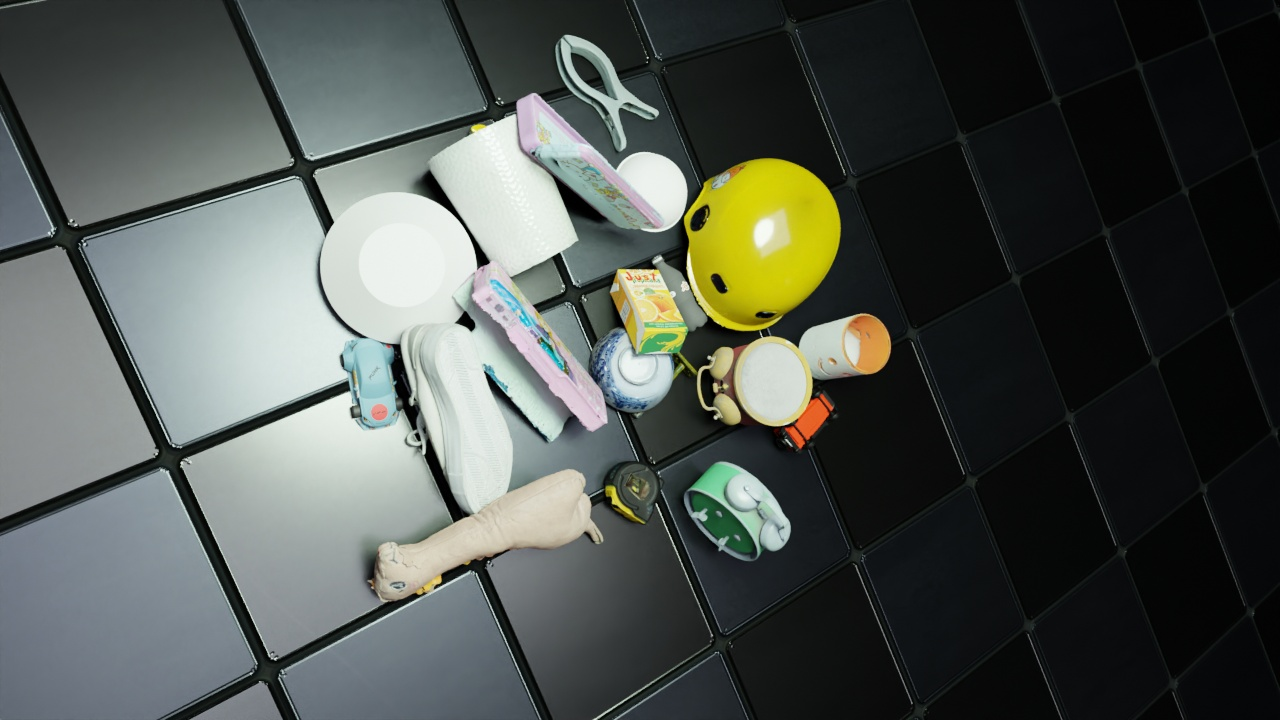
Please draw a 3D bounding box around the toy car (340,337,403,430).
[{"bbox_3d":[-0.305,0.025,1.049,0.060,0.028,0.107,-10,88,-26],"label":"toy car"}]

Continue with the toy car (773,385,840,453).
[{"bbox_3d":[0.230,0.084,1.282,0.100,0.049,0.051,-44,102,-23],"label":"toy car"}]

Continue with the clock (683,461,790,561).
[{"bbox_3d":[0.125,0.193,1.156,0.075,0.162,0.122,-42,102,-25],"label":"clock"}]

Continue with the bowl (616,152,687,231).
[{"bbox_3d":[0.022,-0.231,1.227,0.109,0.041,0.110,3,82,-25],"label":"bowl"}]

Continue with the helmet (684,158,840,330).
[{"bbox_3d":[0.176,-0.165,1.222,0.209,0.140,0.239,31,62,-19],"label":"helmet"}]

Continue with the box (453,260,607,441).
[{"bbox_3d":[-0.139,0.000,1.089,0.091,0.084,0.230,-34,117,8],"label":"box"}]

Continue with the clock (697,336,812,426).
[{"bbox_3d":[0.144,0.033,1.230,0.158,0.081,0.117,-4,86,-24],"label":"clock"}]

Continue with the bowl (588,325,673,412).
[{"bbox_3d":[-0.007,0.007,1.168,0.114,0.045,0.114,2,80,-12],"label":"bowl"}]

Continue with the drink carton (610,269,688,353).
[{"bbox_3d":[0.008,-0.066,1.168,0.058,0.041,0.122,-2,45,-24],"label":"drink carton"}]

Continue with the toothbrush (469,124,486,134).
[{"bbox_3d":[-0.152,-0.291,1.169,0.135,0.016,0.021,-6,84,-28],"label":"toothbrush"}]

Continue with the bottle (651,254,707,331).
[{"bbox_3d":[0.049,-0.091,1.225,0.036,0.036,0.110,-36,99,-25],"label":"bottle"}]

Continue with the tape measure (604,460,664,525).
[{"bbox_3d":[-0.009,0.163,1.165,0.072,0.042,0.071,30,75,-16],"label":"tape measure"}]

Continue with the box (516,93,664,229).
[{"bbox_3d":[-0.062,-0.224,1.099,0.062,0.140,0.214,-49,149,6],"label":"box"}]

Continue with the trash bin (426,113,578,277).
[{"bbox_3d":[-0.157,-0.192,1.095,0.133,0.133,0.161,-33,103,-25],"label":"trash bin"}]

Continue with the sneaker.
[{"bbox_3d":[-0.218,0.066,1.058,0.089,0.091,0.242,-36,124,-44],"label":"sneaker"}]

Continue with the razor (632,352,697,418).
[{"bbox_3d":[0.027,0.037,1.209,0.105,0.026,0.042,-47,105,-18],"label":"razor"}]

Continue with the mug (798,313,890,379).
[{"bbox_3d":[0.285,-0.017,1.289,0.082,0.105,0.082,3,82,-25],"label":"mug"}]

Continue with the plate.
[{"bbox_3d":[-0.270,-0.106,1.037,0.173,0.036,0.174,0,90,-18],"label":"plate"}]

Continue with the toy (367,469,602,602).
[{"bbox_3d":[-0.172,0.219,1.062,0.264,0.065,0.196,-29,138,-10],"label":"toy"}]

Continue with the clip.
[{"bbox_3d":[-0.057,-0.353,1.214,0.162,0.027,0.090,39,71,-15],"label":"clip"}]
